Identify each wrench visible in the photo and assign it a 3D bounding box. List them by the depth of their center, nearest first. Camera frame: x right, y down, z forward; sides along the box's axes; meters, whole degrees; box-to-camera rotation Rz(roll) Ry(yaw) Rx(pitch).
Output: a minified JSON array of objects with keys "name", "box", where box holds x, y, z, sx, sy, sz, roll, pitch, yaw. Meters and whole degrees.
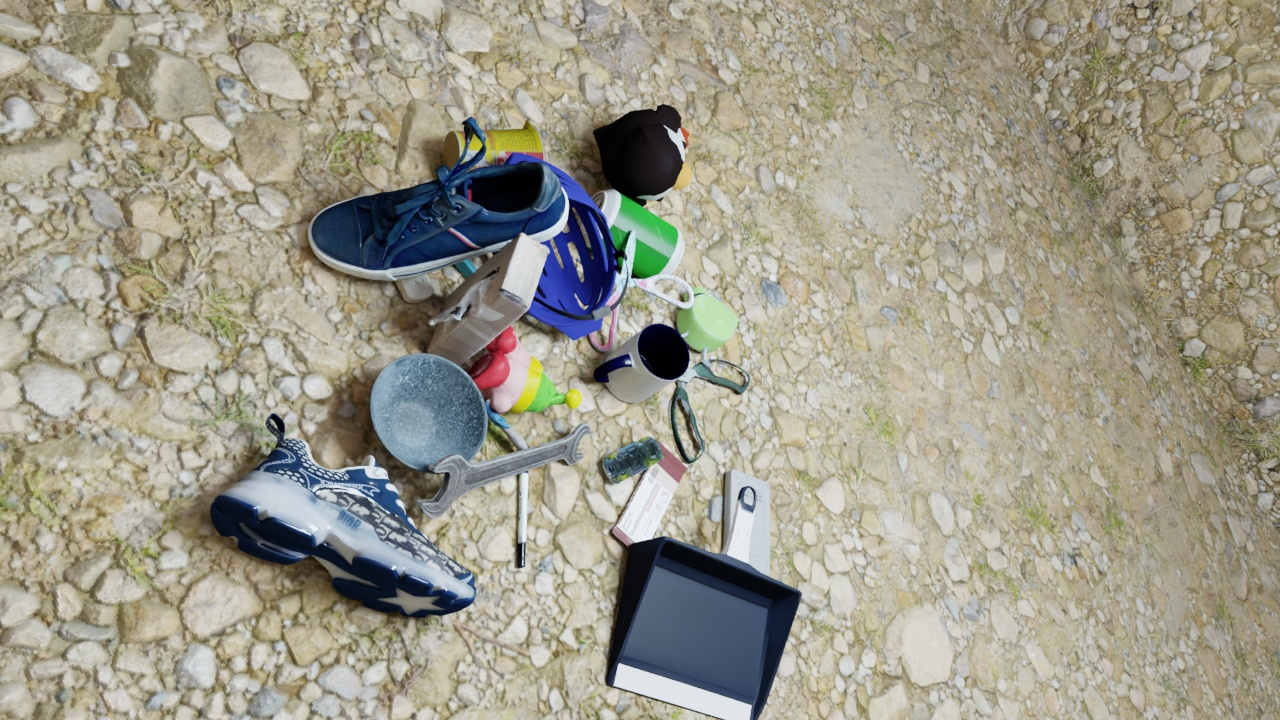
[{"name":"wrench","box":[-0.145,0.118,1.048,0.272,0.010,0.070,-13,120,-53]}]

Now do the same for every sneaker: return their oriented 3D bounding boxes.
[{"name":"sneaker","box":[-0.275,0.158,0.918,0.269,0.103,0.132,32,44,-20]},{"name":"sneaker","box":[-0.230,-0.174,1.010,0.294,0.127,0.120,-11,73,0]}]

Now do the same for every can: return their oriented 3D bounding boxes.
[{"name":"can","box":[-0.013,-0.175,1.296,0.139,0.088,0.087,28,54,-26]}]

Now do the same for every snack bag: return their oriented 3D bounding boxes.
[{"name":"snack bag","box":[0.014,0.180,1.193,0.057,0.013,0.157,43,48,-15]}]

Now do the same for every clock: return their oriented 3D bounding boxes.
[{"name":"clock","box":[0.098,-0.058,1.354,0.094,0.043,0.119,38,42,-14]}]

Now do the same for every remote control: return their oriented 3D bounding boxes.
[{"name":"remote control","box":[-0.288,-0.127,1.096,0.038,0.018,0.125,-23,84,-44]},{"name":"remote control","box":[0.147,0.231,1.272,0.074,0.019,0.150,24,55,-29]}]

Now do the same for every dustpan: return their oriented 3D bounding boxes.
[{"name":"dustpan","box":[0.098,0.292,1.147,0.236,0.080,0.272,27,58,-27]}]

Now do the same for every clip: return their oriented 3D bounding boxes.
[{"name":"clip","box":[-0.243,-0.166,1.139,0.116,0.026,0.097,32,49,-33]}]

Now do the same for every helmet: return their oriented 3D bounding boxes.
[{"name":"helmet","box":[-0.097,-0.132,1.117,0.147,0.228,0.242,-24,113,-12]}]

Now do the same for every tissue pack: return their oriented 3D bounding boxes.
[{"name":"tissue pack","box":[-0.183,-0.066,1.037,0.071,0.182,0.103,34,52,-26]}]

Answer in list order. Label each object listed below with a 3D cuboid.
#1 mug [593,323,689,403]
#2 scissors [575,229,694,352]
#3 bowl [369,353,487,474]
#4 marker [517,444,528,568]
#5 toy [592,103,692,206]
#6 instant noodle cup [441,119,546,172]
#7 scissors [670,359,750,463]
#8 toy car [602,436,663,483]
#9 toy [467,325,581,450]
[{"name":"mug","box":[-0.007,0.007,1.200,0.111,0.097,0.078,-9,75,-33]},{"name":"scissors","box":[-0.010,-0.090,1.244,0.177,0.013,0.170,11,87,-9]},{"name":"bowl","box":[-0.242,0.065,1.009,0.137,0.057,0.136,18,58,-32]},{"name":"marker","box":[-0.138,0.167,1.077,0.011,0.011,0.152,16,60,-33]},{"name":"toy","box":[0.002,-0.288,1.296,0.140,0.159,0.184,22,15,-13]},{"name":"instant noodle cup","box":[-0.193,-0.257,1.193,0.112,0.101,0.100,-4,71,-31]},{"name":"scissors","box":[0.087,0.057,1.313,0.201,0.015,0.205,15,60,-32]},{"name":"toy car","box":[-0.011,0.129,1.187,0.089,0.027,0.038,-23,79,-36]},{"name":"toy","box":[-0.140,0.030,1.093,0.124,0.097,0.131,-83,151,-42]}]
